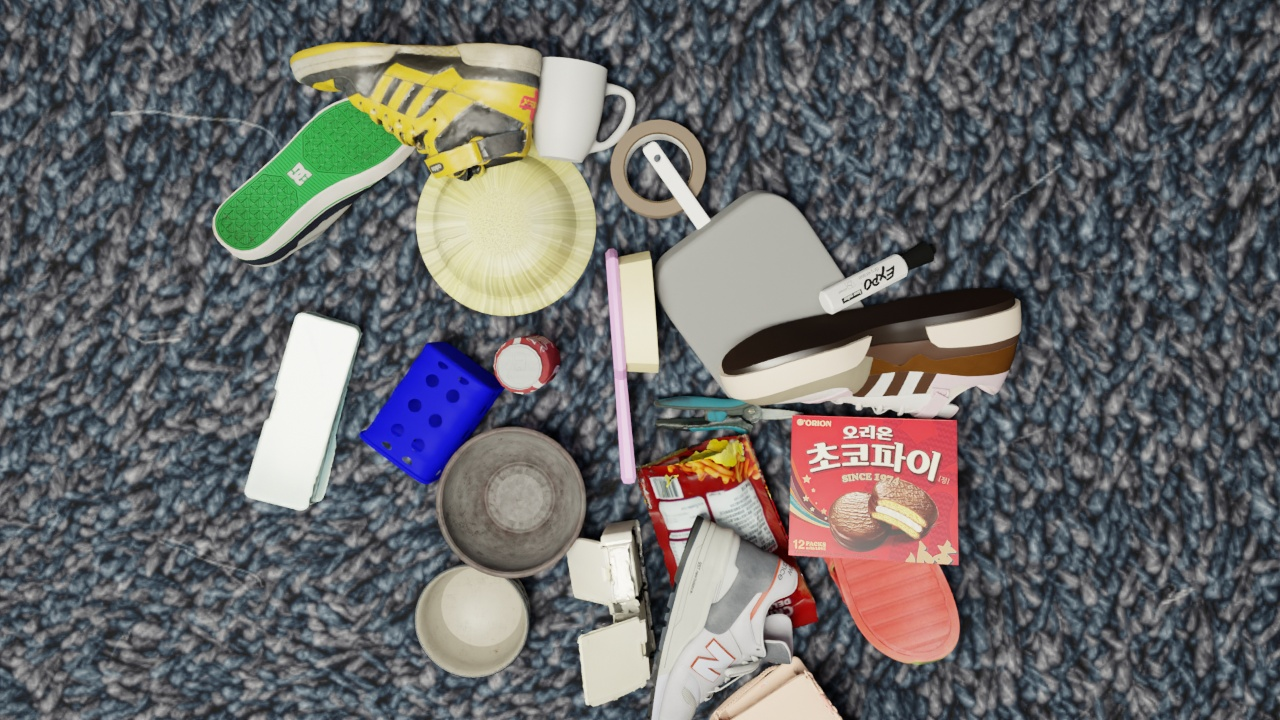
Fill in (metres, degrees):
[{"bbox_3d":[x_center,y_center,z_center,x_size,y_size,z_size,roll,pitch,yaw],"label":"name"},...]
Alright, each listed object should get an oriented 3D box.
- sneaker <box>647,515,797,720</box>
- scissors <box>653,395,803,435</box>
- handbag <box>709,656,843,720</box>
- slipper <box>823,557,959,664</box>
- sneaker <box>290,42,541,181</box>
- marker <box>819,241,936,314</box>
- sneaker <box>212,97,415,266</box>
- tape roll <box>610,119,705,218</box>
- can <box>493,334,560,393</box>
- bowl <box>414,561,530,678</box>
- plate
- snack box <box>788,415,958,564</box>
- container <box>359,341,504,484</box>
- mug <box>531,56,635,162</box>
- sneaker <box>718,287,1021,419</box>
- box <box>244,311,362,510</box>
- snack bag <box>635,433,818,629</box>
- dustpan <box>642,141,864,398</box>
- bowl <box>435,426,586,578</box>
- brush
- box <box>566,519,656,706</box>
[{"bbox_3d":[0.084,0.274,0.883,0.124,0.088,0.240,11,107,9],"label":"sneaker"},{"bbox_3d":[0.085,0.048,0.923,0.135,0.019,0.130,42,112,-15],"label":"scissors"},{"bbox_3d":[0.153,0.386,0.864,0.116,0.187,0.199,-35,96,-3],"label":"handbag"},{"bbox_3d":[0.231,0.178,0.912,0.103,0.059,0.248,-23,77,5],"label":"slipper"},{"bbox_3d":[-0.210,-0.232,0.865,0.239,0.086,0.122,2,96,9],"label":"sneaker"},{"bbox_3d":[0.234,-0.083,0.899,0.125,0.025,0.025,-27,92,-8],"label":"marker"},{"bbox_3d":[-0.312,-0.180,0.917,0.235,0.079,0.084,-42,84,-12],"label":"sneaker"},{"bbox_3d":[0.018,-0.189,0.912,0.094,0.030,0.094,0,94,3],"label":"tape roll"},{"bbox_3d":[-0.110,0.003,0.898,0.054,0.096,0.054,0,94,3],"label":"can"},{"bbox_3d":[-0.166,0.256,0.936,0.115,0.059,0.115,0,94,3],"label":"bowl"},{"bbox_3d":[-0.139,-0.138,0.920,0.184,0.036,0.184,0,94,3],"label":"plate"},{"bbox_3d":[0.220,0.123,0.876,0.152,0.036,0.132,1,79,10],"label":"snack box"},{"bbox_3d":[-0.204,0.049,0.913,0.085,0.084,0.113,36,94,1],"label":"container"},{"bbox_3d":[-0.056,-0.240,0.901,0.107,0.071,0.089,4,98,-25],"label":"mug"},{"bbox_3d":[0.221,0.016,0.880,0.293,0.111,0.116,-13,106,-10],"label":"sneaker"},{"bbox_3d":[-0.341,0.051,0.936,0.086,0.072,0.199,17,93,21],"label":"box"},{"bbox_3d":[0.083,0.187,0.919,0.139,0.066,0.208,-18,95,9],"label":"snack bag"},{"bbox_3d":[0.084,-0.104,0.899,0.163,0.033,0.257,-36,109,5],"label":"dustpan"},{"bbox_3d":[-0.125,0.139,0.918,0.145,0.067,0.145,0,86,1],"label":"bowl"},{"bbox_3d":[-0.005,0.005,0.896,0.043,0.089,0.228,-4,92,-2],"label":"brush"},{"bbox_3d":[-0.033,0.234,0.866,0.081,0.181,0.143,-8,86,4],"label":"box"}]
